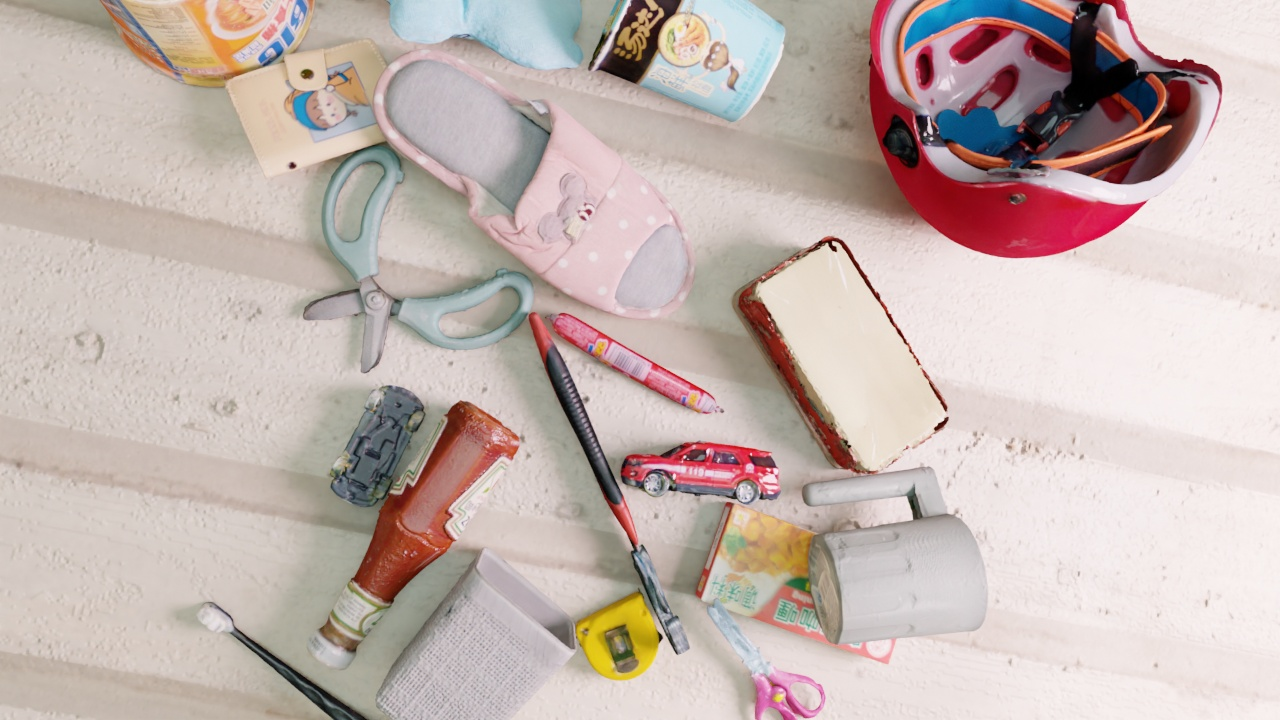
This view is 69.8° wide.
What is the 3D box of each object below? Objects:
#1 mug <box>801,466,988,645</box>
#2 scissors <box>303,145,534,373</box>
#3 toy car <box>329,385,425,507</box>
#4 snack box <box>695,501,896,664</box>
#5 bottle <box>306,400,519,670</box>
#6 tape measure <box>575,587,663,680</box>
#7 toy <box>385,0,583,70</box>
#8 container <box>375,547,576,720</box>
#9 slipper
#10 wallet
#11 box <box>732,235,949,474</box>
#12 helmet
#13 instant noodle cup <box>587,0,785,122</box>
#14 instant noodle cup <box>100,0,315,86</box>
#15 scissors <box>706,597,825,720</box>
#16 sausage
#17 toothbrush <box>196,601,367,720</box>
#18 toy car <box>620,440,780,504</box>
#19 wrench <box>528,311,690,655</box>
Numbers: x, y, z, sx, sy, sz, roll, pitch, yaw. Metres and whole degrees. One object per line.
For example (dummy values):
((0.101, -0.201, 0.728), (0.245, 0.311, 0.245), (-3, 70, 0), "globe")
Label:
((0.178, 0.140, 0.666), (0.103, 0.084, 0.123), (-6, 60, -6), "mug")
((-0.167, -0.079, 0.686), (0.173, 0.019, 0.170), (-5, 89, -6), "scissors")
((-0.190, 0.062, 0.669), (0.043, 0.034, 0.090), (24, 83, -3), "toy car")
((0.128, 0.170, 0.705), (0.156, 0.027, 0.077), (20, 85, -5), "snack box")
((-0.165, 0.126, 0.657), (0.060, 0.060, 0.206), (35, 84, -4), "bottle")
((-0.014, 0.209, 0.686), (0.060, 0.029, 0.057), (-24, 91, -7), "tape measure")
((-0.115, -0.269, 0.680), (0.156, 0.050, 0.161), (-31, 79, -25), "toy")
((-0.116, 0.209, 0.645), (0.090, 0.090, 0.114), (41, 86, -3), "container")
((-0.071, -0.129, 0.673), (0.274, 0.054, 0.114), (37, 80, -10), "slipper")
((-0.235, -0.189, 0.674), (0.115, 0.024, 0.087), (-23, 82, -15), "wallet")
((0.150, -0.002, 0.690), (0.091, 0.079, 0.168), (-32, 91, -8), "box")
((0.269, -0.174, 0.682), (0.206, 0.144, 0.240), (-33, 67, -17), "helmet")
((0.039, -0.239, 0.678), (0.120, 0.111, 0.111), (24, 85, -13), "instant noodle cup")
((-0.313, -0.280, 0.630), (0.151, 0.111, 0.151), (0, 87, -7), "instant noodle cup")
((0.092, 0.228, 0.693), (0.063, 0.017, 0.135), (-32, 103, -1), "scissors")
((-0.004, 0.004, 0.701), (0.156, 0.020, 0.020), (29, 84, -5), "sausage")
((-0.246, 0.234, 0.664), (0.181, 0.018, 0.015), (39, 80, -5), "toothbrush")
((0.045, 0.083, 0.688), (0.120, 0.053, 0.045), (4, 85, -9), "toy car")
((-0.026, 0.089, 0.682), (0.016, 0.056, 0.273), (-24, 86, -10), "wrench")
